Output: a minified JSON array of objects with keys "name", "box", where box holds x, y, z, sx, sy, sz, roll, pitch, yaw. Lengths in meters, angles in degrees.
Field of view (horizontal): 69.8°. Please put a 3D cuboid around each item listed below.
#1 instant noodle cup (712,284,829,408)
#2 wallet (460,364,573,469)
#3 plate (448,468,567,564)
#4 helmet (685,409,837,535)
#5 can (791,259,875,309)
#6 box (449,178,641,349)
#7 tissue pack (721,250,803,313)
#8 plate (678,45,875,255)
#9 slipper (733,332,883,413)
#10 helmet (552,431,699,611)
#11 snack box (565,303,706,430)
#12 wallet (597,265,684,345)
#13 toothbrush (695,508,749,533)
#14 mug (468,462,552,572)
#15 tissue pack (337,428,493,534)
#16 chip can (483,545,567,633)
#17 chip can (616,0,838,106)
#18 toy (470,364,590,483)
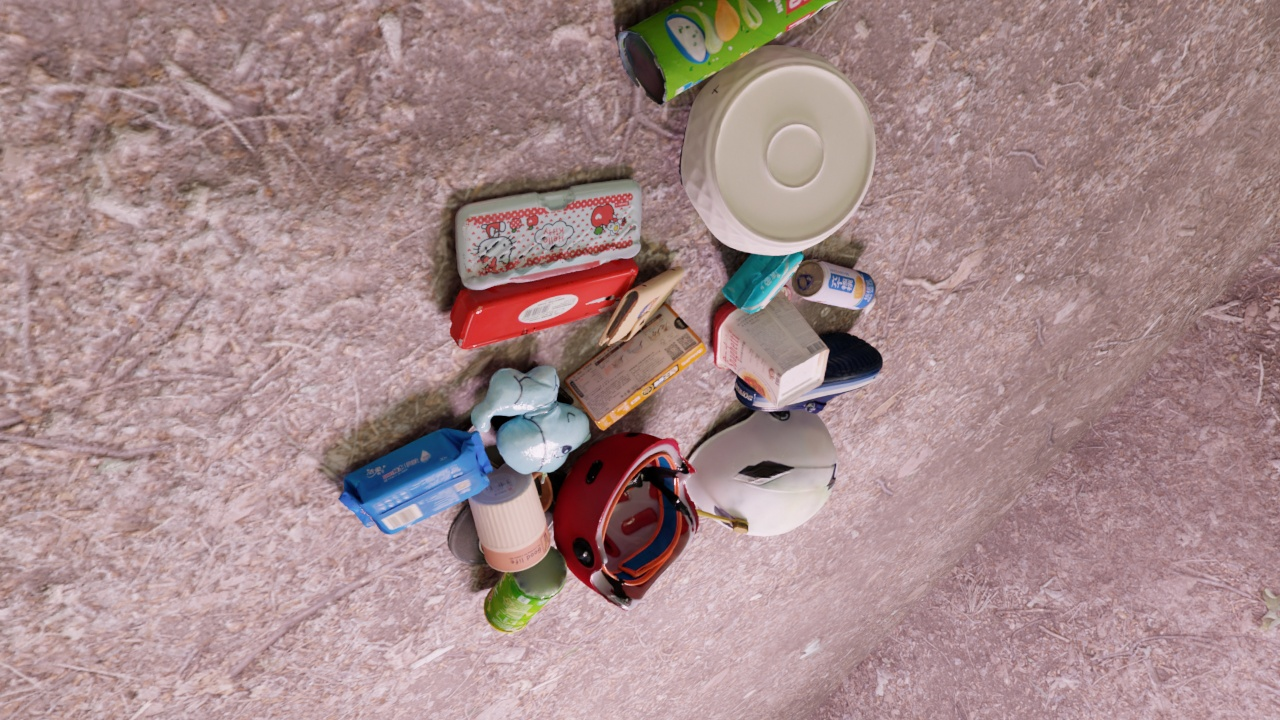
[{"name":"instant noodle cup","box":[0.166,-0.016,1.160,0.116,0.124,0.116,-28,145,-18]},{"name":"wallet","box":[-0.143,0.065,1.046,0.122,0.020,0.096,-42,147,-1]},{"name":"plate","box":[-0.162,0.209,1.191,0.179,0.024,0.180,-27,145,-21]},{"name":"helmet","box":[0.202,0.185,1.414,0.258,0.146,0.230,-2,131,-43]},{"name":"can","box":[0.257,-0.100,1.216,0.134,0.053,0.053,5,126,-48]},{"name":"box","box":[-0.087,-0.092,0.888,0.200,0.059,0.161,-17,137,-33]},{"name":"tissue pack","box":[0.145,-0.101,1.064,0.093,0.050,0.133,-50,175,12]},{"name":"plate","box":[0.142,-0.201,0.899,0.204,0.045,0.205,-5,107,-17]},{"name":"slipper","box":[0.243,0.033,1.310,0.252,0.105,0.095,-14,132,-31]},{"name":"helmet","box":[-0.034,0.186,1.182,0.206,0.144,0.240,-42,138,-38]},{"name":"snack box","box":[-0.006,0.006,1.058,0.153,0.075,0.026,-38,146,-4]},{"name":"wallet","box":[0.001,-0.057,1.004,0.087,0.024,0.114,-53,172,31]},{"name":"toothbrush","box":[0.070,0.221,1.340,0.190,0.016,0.016,17,131,-8]},{"name":"mug","box":[-0.148,0.177,1.101,0.114,0.082,0.106,-43,136,-40]},{"name":"tissue pack","box":[-0.237,0.127,0.986,0.157,0.052,0.095,-25,147,-10]},{"name":"chip can","box":[-0.153,0.300,1.201,0.072,0.072,0.222,-21,162,-28]},{"name":"chip can","box":[0.096,-0.307,0.795,0.235,0.072,0.072,-32,146,-11]},{"name":"toy","box":[-0.118,0.072,1.020,0.161,0.050,0.156,-8,125,-35]}]
